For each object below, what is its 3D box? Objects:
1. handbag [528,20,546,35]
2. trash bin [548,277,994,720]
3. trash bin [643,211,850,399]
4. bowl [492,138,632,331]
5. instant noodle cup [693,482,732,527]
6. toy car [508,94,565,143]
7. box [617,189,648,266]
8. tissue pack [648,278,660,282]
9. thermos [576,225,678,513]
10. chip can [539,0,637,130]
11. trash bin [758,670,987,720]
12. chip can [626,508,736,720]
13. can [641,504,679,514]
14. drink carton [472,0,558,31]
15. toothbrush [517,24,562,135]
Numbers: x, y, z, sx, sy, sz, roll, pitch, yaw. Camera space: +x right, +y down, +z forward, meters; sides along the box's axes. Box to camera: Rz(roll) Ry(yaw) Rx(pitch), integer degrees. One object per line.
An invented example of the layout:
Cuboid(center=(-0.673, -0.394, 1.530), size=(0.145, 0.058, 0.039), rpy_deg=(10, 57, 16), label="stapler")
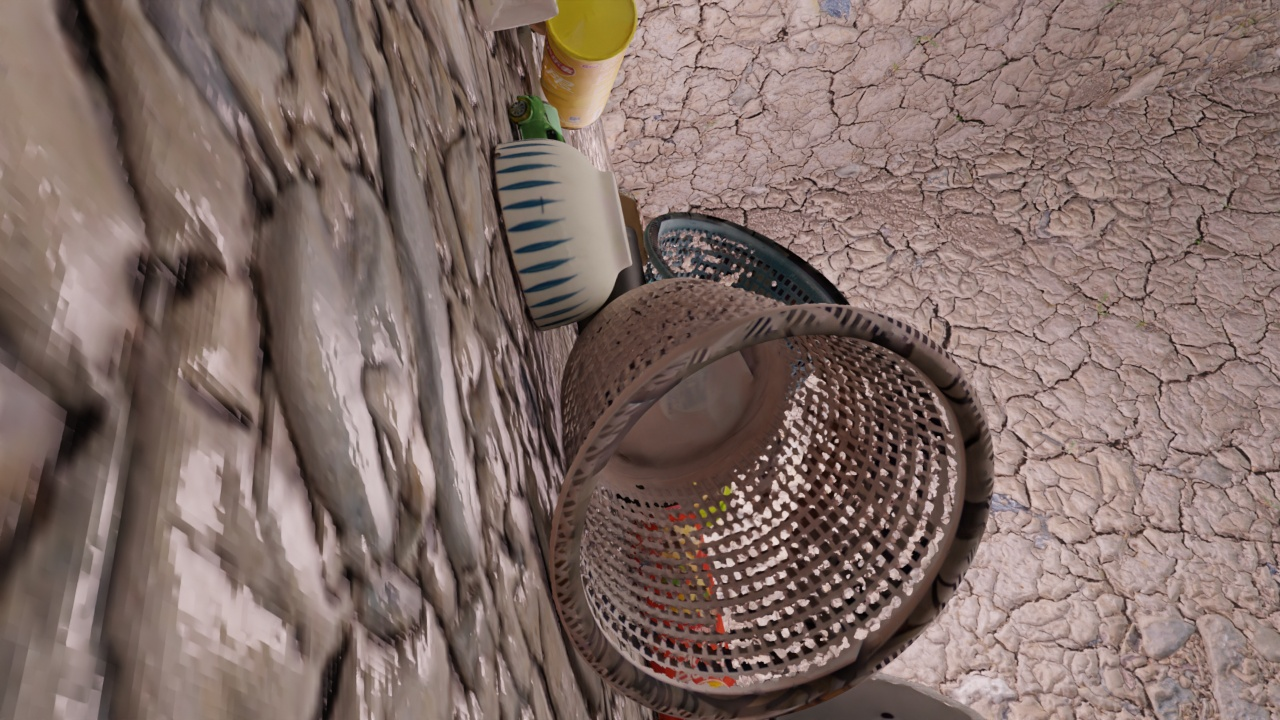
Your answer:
Cuboid(center=(-0.072, -0.366, 0.778), size=(0.148, 0.100, 0.204), rpy_deg=(-58, -176, 7), label="handbag")
Cuboid(center=(0.045, 0.049, 0.517), size=(0.192, 0.227, 0.228), rpy_deg=(-125, -160, -63), label="trash bin")
Cuboid(center=(0.070, -0.004, 0.907), size=(0.226, 0.226, 0.196), rpy_deg=(-99, -149, -54), label="trash bin")
Cuboid(center=(-0.043, -0.081, 0.561), size=(0.116, 0.066, 0.116), rpy_deg=(-9, 87, -87), label="bowl")
Cuboid(center=(0.039, 0.129, 1.062), size=(0.123, 0.112, 0.111), rpy_deg=(60, 16, -55), label="instant noodle cup")
Cuboid(center=(-0.071, -0.150, 0.669), size=(0.043, 0.036, 0.091), rpy_deg=(-18, 91, -86), label="toy car")
Cuboid(center=(-0.034, -0.128, 1.085), size=(0.163, 0.076, 0.088), rpy_deg=(77, 19, -66), label="box")
Cuboid(center=(0.006, -0.030, 1.164), size=(0.093, 0.050, 0.133), rpy_deg=(-46, -134, 46), label="tissue pack")
Cuboid(center=(-0.005, 0.005, 0.782), size=(0.068, 0.090, 0.242), rpy_deg=(-1, 73, -44), label="thermos")
Cuboid(center=(-0.051, -0.263, 0.806), size=(0.213, 0.072, 0.072), rpy_deg=(174, -96, -82), label="chip can")
Cuboid(center=(0.125, 0.355, 0.540), size=(0.229, 0.229, 0.252), rpy_deg=(-99, 180, -56), label="trash bin")
Cuboid(center=(0.040, 0.236, 0.771), size=(0.073, 0.073, 0.216), rpy_deg=(73, 5, -60), label="chip can")
Cuboid(center=(0.031, 0.208, 0.941), size=(0.053, 0.053, 0.132), rpy_deg=(57, 21, -83), label="can")
Cuboid(center=(-0.089, -0.270, 0.628), size=(0.122, 0.053, 0.045), rpy_deg=(-101, 176, -51), label="drink carton")
Cuboid(center=(-0.077, -0.179, 0.773), size=(0.027, 0.026, 0.224), rpy_deg=(47, 30, -85), label="toothbrush")
